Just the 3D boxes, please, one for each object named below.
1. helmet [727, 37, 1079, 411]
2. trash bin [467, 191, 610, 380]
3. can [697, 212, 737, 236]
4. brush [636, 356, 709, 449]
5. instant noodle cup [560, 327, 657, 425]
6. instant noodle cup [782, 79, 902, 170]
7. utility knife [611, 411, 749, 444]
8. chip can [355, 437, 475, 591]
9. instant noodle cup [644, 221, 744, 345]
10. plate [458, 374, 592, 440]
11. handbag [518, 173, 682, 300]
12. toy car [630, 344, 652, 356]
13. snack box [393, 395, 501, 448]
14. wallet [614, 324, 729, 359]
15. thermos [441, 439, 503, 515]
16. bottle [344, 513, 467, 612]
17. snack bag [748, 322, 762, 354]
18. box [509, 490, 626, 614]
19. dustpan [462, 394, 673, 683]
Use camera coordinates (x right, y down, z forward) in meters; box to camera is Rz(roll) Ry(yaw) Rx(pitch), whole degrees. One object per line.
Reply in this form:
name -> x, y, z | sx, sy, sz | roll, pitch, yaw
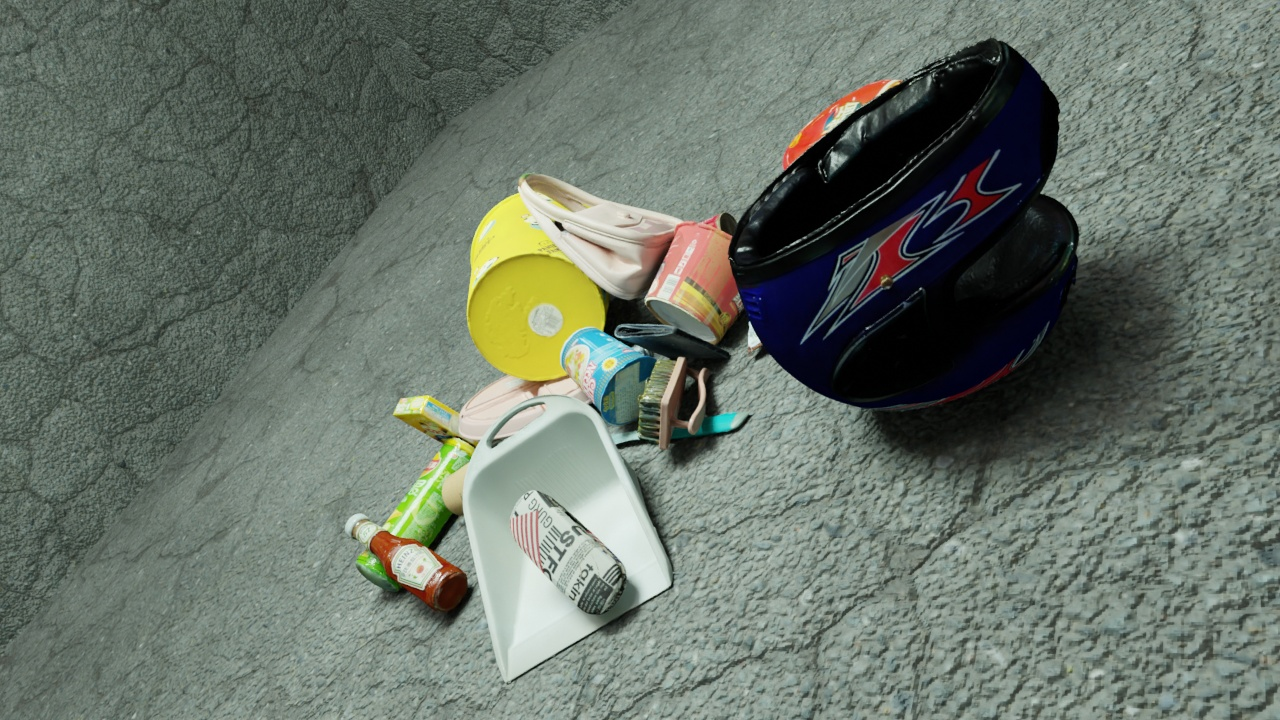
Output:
helmet -> 0.244, -0.088, 0.788 | 0.316, 0.240, 0.246 | -33, 25, 41
trash bin -> -0.143, -0.106, 1.319 | 0.230, 0.229, 0.255 | -36, 20, 12
can -> 0.079, -0.169, 1.345 | 0.133, 0.053, 0.053 | -19, 35, 38
brush -> 0.042, 0.042, 1.063 | 0.073, 0.063, 0.145 | 6, 26, 11
instant noodle cup -> -0.042, 0.013, 1.153 | 0.099, 0.099, 0.110 | -46, 51, -8
instant noodle cup -> 0.289, -0.289, 1.230 | 0.194, 0.066, 0.193 | -33, 27, 19
utility knife -> 0.037, 0.082, 1.076 | 0.219, 0.013, 0.029 | -11, 38, 42
chip can -> -0.302, 0.213, 1.270 | 0.073, 0.072, 0.220 | -4, 45, 51
instant noodle cup -> 0.076, -0.093, 1.158 | 0.108, 0.138, 0.138 | -58, 30, -12
plate -> -0.145, 0.045, 1.263 | 0.229, 0.028, 0.229 | -18, 17, 6
handbag -> -0.063, -0.185, 1.239 | 0.093, 0.234, 0.192 | -63, -11, 21
toy car -> -0.007, 0.007, 1.225 | 0.043, 0.034, 0.090 | -37, 26, 18
snack box -> -0.279, 0.098, 1.333 | 0.087, 0.140, 0.033 | -6, 54, 49
wallet -> 0.039, -0.022, 1.140 | 0.121, 0.097, 0.019 | 2, 75, 53
thermos -> -0.199, 0.161, 1.200 | 0.144, 0.093, 0.092 | -25, 31, 44
bottle -> -0.302, 0.248, 1.158 | 0.206, 0.060, 0.059 | 22, 65, 36
snack bag -> 0.148, -0.048, 1.105 | 0.048, 0.026, 0.104 | -34, 28, 29
box -> -0.080, 0.194, 0.940 | 0.164, 0.051, 0.068 | 32, 110, 36
dustpan -> -0.104, 0.167, 1.003 | 0.223, 0.142, 0.257 | -34, 26, 15
